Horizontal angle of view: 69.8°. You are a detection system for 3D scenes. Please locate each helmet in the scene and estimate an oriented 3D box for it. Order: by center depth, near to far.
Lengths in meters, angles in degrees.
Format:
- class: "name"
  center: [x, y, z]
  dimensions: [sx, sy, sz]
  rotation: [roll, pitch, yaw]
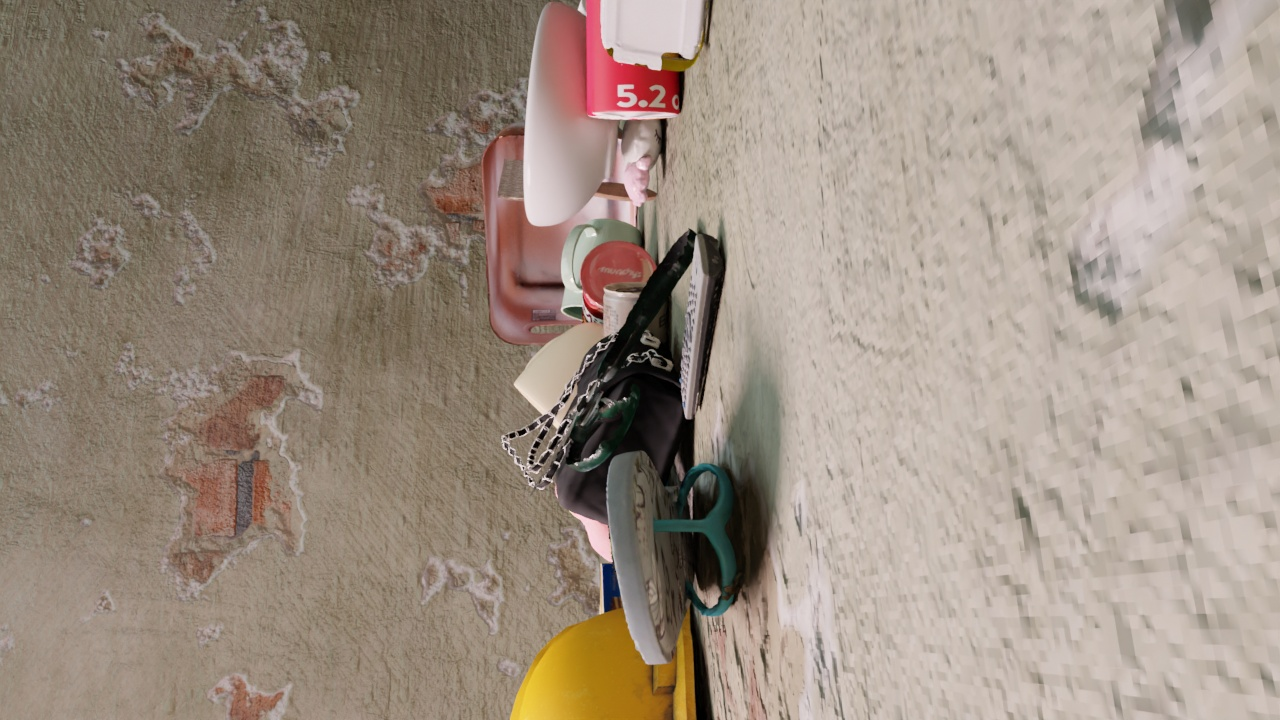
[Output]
- class: "helmet"
  center: [-0.027, 0.277, 0.627]
  dimensions: [0.255, 0.131, 0.206]
  rotation: [-96, 6, -58]

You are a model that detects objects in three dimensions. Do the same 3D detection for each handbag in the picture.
- class: "handbag"
  center: [-0.029, 0.036, 0.674]
  dimensions: [0.153, 0.114, 0.125]
  rotation: [-101, 35, -78]

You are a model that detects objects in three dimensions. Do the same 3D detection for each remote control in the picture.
- class: "remote control"
  center: [0.033, -0.017, 0.541]
  dimensions: [0.137, 0.013, 0.033]
  rotation: [95, 172, -52]

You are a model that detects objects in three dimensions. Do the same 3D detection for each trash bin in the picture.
- class: "trash bin"
  center: [-0.098, -0.168, 1.155]
  dimensions: [0.157, 0.181, 0.260]
  rotation: [-96, 6, -66]

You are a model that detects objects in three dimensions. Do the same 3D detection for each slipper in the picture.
- class: "slipper"
  center: [0.027, 0.105, 0.494]
  dimensions: [0.269, 0.055, 0.098]
  rotation: [60, -155, -76]

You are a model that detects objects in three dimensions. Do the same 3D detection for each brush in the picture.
- class: "brush"
  center: [-0.056, -0.157, 0.837]
  dimensions: [0.008, 0.143, 0.045]
  rotation: [99, 178, -60]

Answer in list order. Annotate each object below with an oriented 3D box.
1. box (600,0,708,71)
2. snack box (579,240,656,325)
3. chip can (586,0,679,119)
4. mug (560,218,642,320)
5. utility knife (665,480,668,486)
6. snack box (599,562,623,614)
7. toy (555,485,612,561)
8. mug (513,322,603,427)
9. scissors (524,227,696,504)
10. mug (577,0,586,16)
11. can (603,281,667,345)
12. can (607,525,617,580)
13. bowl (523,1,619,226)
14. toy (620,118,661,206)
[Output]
- class: "box"
  center: [0.011, -0.262, 0.489]
  dimensions: [0.211, 0.067, 0.070]
  rotation: [93, 173, -46]
- class: "snack box"
  center: [-0.023, -0.056, 0.886]
  dimensions: [0.121, 0.072, 0.072]
  rotation: [99, 169, -68]
- class: "chip can"
  center: [-0.005, -0.285, 0.647]
  dimensions: [0.069, 0.069, 0.221]
  rotation: [-113, 22, -78]
- class: "mug"
  center: [-0.046, -0.101, 0.992]
  dimensions: [0.111, 0.084, 0.104]
  rotation: [23, -107, -55]
- class: "utility knife"
  center: [0.012, 0.155, 0.816]
  dimensions: [0.022, 0.015, 0.177]
  rotation: [45, 145, 42]
- class: "snack box"
  center: [-0.008, 0.245, 0.839]
  dimensions: [0.207, 0.057, 0.056]
  rotation: [94, 172, -57]
- class: "toy"
  center: [-0.027, 0.103, 0.907]
  dimensions: [0.237, 0.096, 0.192]
  rotation: [180, 99, -72]
- class: "mug"
  center: [-0.055, 0.013, 0.849]
  dimensions: [0.120, 0.099, 0.096]
  rotation: [36, 169, 40]
- class: "scissors"
  center: [-0.008, -0.002, 0.525]
  dimensions: [0.203, 0.015, 0.202]
  rotation: [-59, 10, -12]
- class: "mug"
  center: [-0.018, -0.297, 0.852]
  dimensions: [0.114, 0.081, 0.088]
  rotation: [-55, -12, -36]
- class: "can"
  center: [-0.005, 0.005, 0.772]
  dimensions: [0.054, 0.054, 0.136]
  rotation: [-107, 17, -74]
- class: "can"
  center: [0.002, 0.131, 0.700]
  dimensions: [0.137, 0.054, 0.054]
  rotation: [-110, 20, -77]
- class: "bowl"
  center: [-0.051, -0.196, 0.749]
  dimensions: [0.176, 0.066, 0.176]
  rotation: [179, 97, -88]
- class: "toy"
  center: [0.001, -0.193, 0.788]
  dimensions: [0.079, 0.038, 0.122]
  rotation: [134, 138, -73]
